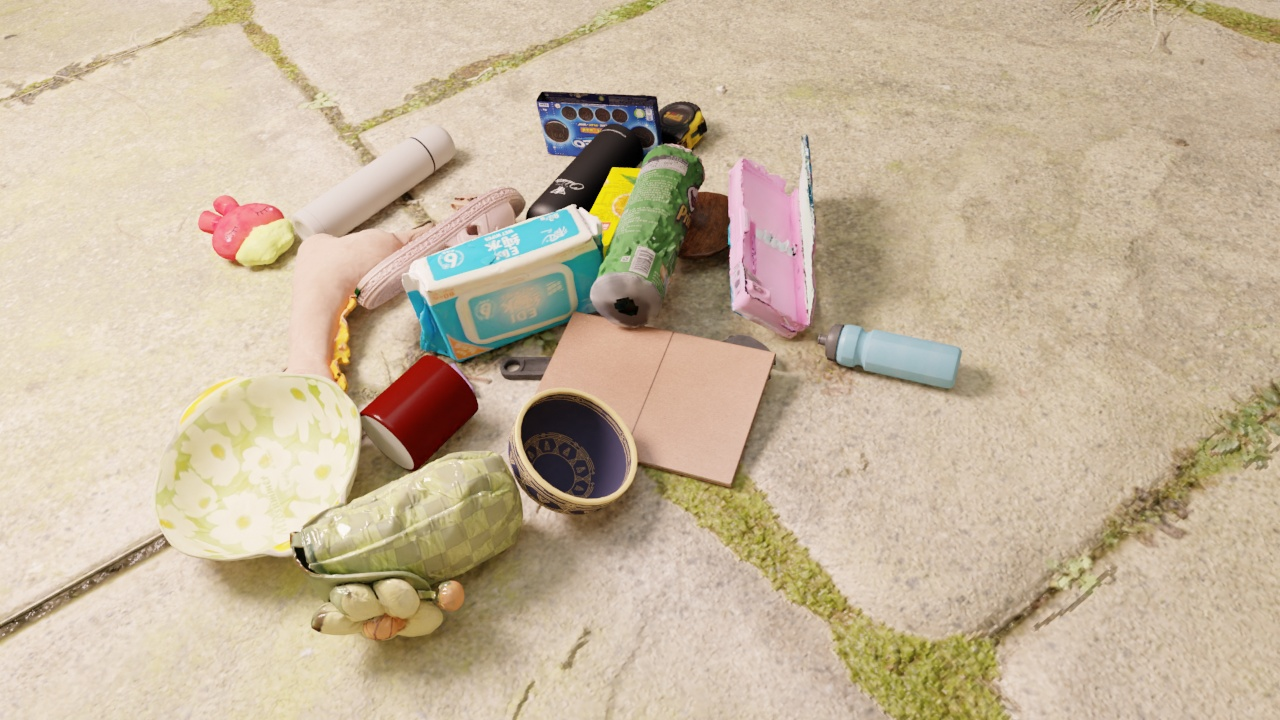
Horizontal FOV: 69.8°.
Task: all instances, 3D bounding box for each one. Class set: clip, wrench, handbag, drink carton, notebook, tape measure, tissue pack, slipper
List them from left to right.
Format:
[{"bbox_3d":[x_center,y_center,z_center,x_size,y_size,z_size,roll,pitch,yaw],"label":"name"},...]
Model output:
[{"bbox_3d":[-0.176,0.155,0.727,0.186,0.113,0.117,-23,56,-13],"label":"handbag"},{"bbox_3d":[-0.195,-0.112,0.980,0.064,0.094,0.238,49,49,-1],"label":"slipper"},{"bbox_3d":[-0.181,0.020,0.915,0.053,0.013,0.036,32,58,34],"label":"clip"},{"bbox_3d":[-0.196,-0.191,1.102,0.061,0.025,0.043,21,54,29],"label":"clip"},{"bbox_3d":[-0.132,-0.074,0.923,0.209,0.117,0.066,-19,51,-9],"label":"tissue pack"},{"bbox_3d":[-0.030,-0.151,1.018,0.043,0.059,0.134,7,50,17],"label":"drink carton"},{"bbox_3d":[-0.005,0.005,0.900,0.273,0.018,0.073,-1,48,10],"label":"wrench"},{"bbox_3d":[0.006,0.030,0.863,0.209,0.008,0.141,12,61,19],"label":"notebook"},{"bbox_3d":[0.048,-0.293,1.152,0.067,0.038,0.062,28,65,32],"label":"tape measure"}]

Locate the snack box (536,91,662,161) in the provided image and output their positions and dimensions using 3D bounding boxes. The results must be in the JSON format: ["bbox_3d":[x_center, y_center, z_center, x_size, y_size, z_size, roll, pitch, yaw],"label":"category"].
[{"bbox_3d":[-0.049,-0.288,1.129,0.150,0.082,0.027,7,51,16],"label":"snack box"}]

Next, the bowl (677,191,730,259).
[{"bbox_3d":[0.064,-0.143,1.018,0.102,0.026,0.114,19,52,24],"label":"bowl"}]

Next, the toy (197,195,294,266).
[{"bbox_3d":[-0.471,-0.157,1.096,0.135,0.045,0.091,31,56,24],"label":"toy"}]

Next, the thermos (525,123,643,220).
[{"bbox_3d":[-0.078,-0.183,1.051,0.061,0.061,0.230,19,53,23],"label":"thermos"}]

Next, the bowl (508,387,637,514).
[{"bbox_3d":[-0.066,0.087,0.796,0.112,0.061,0.112,18,48,-21],"label":"bowl"}]

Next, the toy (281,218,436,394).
[{"bbox_3d":[-0.306,-0.049,0.964,0.196,0.065,0.264,-12,50,-2],"label":"toy"}]

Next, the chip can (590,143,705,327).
[{"bbox_3d":[0.011,-0.131,0.941,0.075,0.075,0.222,6,48,14],"label":"chip can"}]

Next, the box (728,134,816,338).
[{"bbox_3d":[0.149,-0.141,0.943,0.085,0.097,0.229,23,45,-19],"label":"box"}]

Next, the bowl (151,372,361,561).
[{"bbox_3d":[-0.331,0.103,0.822,0.188,0.060,0.219,-40,56,-18],"label":"bowl"}]

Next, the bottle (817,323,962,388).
[{"bbox_3d":[0.231,-0.007,0.860,0.130,0.040,0.040,13,51,19],"label":"bottle"}]

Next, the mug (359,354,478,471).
[{"bbox_3d":[-0.216,0.048,0.863,0.106,0.073,0.082,2,41,49],"label":"mug"}]

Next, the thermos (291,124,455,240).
[{"bbox_3d":[-0.320,-0.216,1.123,0.052,0.052,0.223,29,58,29],"label":"thermos"}]
